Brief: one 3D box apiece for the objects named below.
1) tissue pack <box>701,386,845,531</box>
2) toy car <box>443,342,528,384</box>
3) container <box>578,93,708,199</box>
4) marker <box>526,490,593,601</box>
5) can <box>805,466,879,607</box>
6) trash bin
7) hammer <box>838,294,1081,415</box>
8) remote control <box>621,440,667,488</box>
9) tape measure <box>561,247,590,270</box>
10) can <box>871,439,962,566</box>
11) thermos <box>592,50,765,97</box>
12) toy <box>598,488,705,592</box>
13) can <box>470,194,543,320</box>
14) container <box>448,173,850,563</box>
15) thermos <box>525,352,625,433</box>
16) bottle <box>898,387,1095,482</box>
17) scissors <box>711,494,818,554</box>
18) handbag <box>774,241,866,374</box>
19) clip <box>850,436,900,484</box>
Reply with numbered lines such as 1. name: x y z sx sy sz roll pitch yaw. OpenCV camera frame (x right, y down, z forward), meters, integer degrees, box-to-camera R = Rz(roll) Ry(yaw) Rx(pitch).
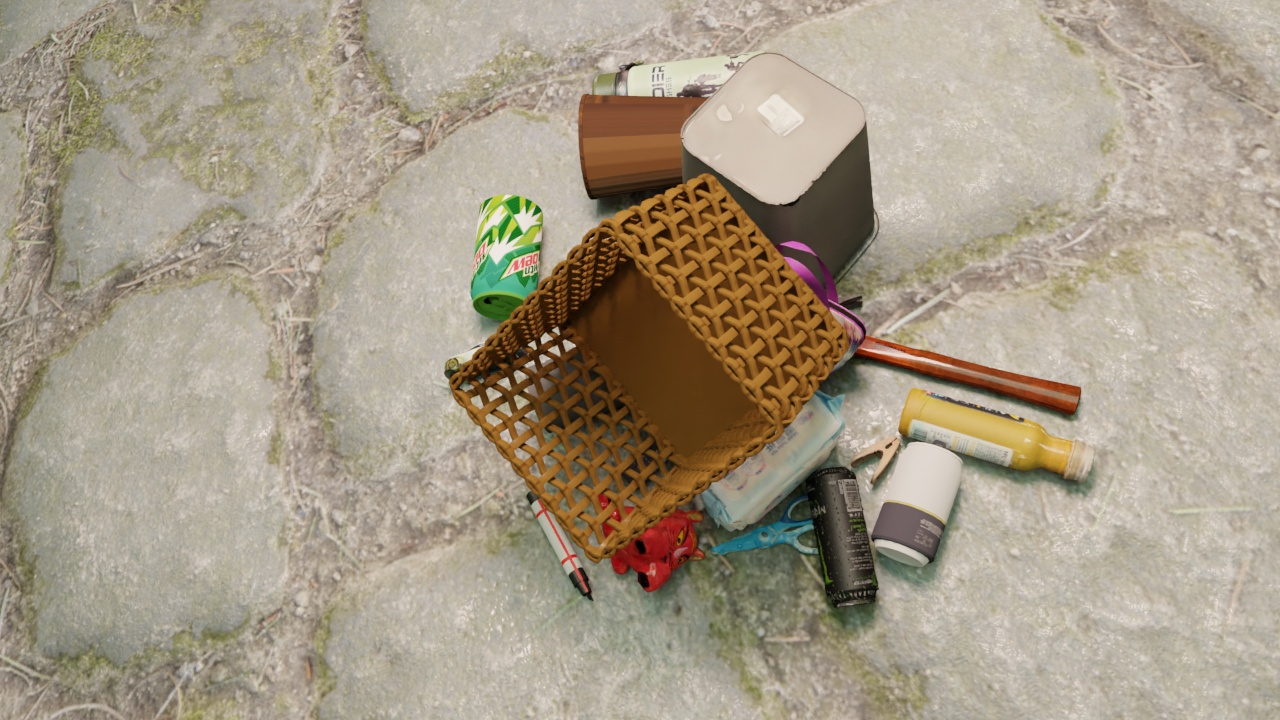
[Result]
1. tissue pack: 0.141 0.103 0.961 0.182 0.112 0.070 -39 71 -4
2. toy car: -0.192 -0.002 1.134 0.105 0.048 0.033 -18 64 6
3. container: 0.016 -0.275 1.162 0.167 0.132 0.132 -2 66 8
4. marker: -0.089 0.207 1.029 0.019 0.019 0.145 -33 63 -1
5. can: 0.205 0.179 0.936 0.054 0.054 0.137 -11 72 10
6. trash bin: 0.150 -0.197 1.024 0.197 0.220 0.197 39 80 22
7. hammer: 0.321 0.003 1.007 0.301 0.028 0.111 16 73 20
8. remote control: 0.036 0.092 1.050 0.136 0.015 0.032 -43 63 -4
9. tape measure: -0.060 -0.119 1.159 0.059 0.036 0.065 37 83 35
10. can: 0.284 0.141 0.934 0.064 0.064 0.127 18 72 21
11. thermos: 0.051 -0.360 1.211 0.232 0.082 0.082 -2 66 14
12. toy: 0.006 0.185 1.001 0.093 0.088 0.133 -21 36 -31
13. can: -0.169 -0.131 1.165 0.083 0.083 0.144 -4 66 13
14. container: 0.013 0.002 0.863 0.219 0.213 0.252 50 125 2
15. thermos: -0.006 0.006 1.061 0.240 0.082 0.082 -20 63 6
16. bottle: 0.365 0.078 0.947 0.186 0.053 0.053 17 72 21
17. scissors: 0.141 0.187 0.983 0.135 0.015 0.066 -18 66 9
18. handbag: 0.166 -0.061 0.961 0.145 0.170 0.067 19 66 26
19. clip: 0.251 0.102 0.985 0.039 0.024 0.060 29 67 21
